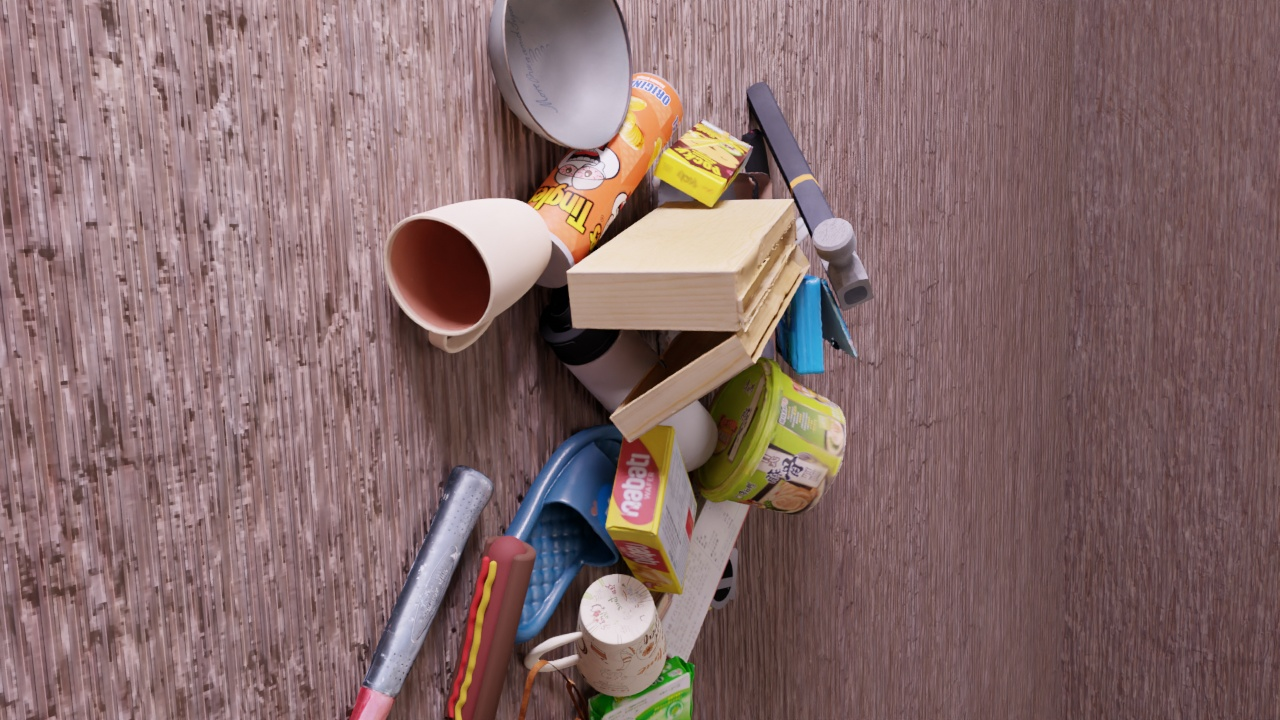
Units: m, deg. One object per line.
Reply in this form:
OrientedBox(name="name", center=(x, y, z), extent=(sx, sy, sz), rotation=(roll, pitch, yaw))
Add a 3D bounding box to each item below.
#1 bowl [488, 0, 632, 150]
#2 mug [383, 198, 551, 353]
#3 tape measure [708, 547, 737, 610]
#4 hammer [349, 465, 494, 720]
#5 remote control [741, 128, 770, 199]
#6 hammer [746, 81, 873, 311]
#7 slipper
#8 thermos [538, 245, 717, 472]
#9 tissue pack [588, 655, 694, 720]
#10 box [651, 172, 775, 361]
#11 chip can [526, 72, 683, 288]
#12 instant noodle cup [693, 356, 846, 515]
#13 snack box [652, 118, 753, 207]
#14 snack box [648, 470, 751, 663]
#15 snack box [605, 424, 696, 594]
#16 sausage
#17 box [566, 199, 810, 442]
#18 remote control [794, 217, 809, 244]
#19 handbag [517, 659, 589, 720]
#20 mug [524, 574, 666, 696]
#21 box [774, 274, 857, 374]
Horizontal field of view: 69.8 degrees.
OrientedBox(name="bowl", center=(-0.070, -0.233, 0.707), extent=(0.150, 0.057, 0.150), rotation=(-4, 95, -54))
OrientedBox(name="mug", center=(-0.117, -0.059, 0.645), extent=(0.104, 0.085, 0.112), rotation=(-43, 154, -58))
OrientedBox(name="tape measure", center=(0.082, 0.234, 0.987), extent=(0.065, 0.017, 0.064), rotation=(7, 86, -54))
OrientedBox(name="hammer", center=(-0.170, 0.228, 0.622), extent=(0.140, 0.036, 0.325), rotation=(45, 56, -44))
OrientedBox(name="remote control", center=(0.135, -0.196, 1.035), extent=(0.039, 0.010, 0.125), rotation=(-37, 122, -47))
OrientedBox(name="hammer", center=(0.160, -0.178, 0.915), extent=(0.139, 0.035, 0.312), rotation=(53, 17, -50))
OrientedBox(name="slipper", center=(-0.055, 0.136, 0.755), extent=(0.213, 0.059, 0.104), rotation=(-52, 129, -37))
OrientedBox(name="thermos", center=(-0.005, 0.005, 0.812), extent=(0.230, 0.069, 0.101), rotation=(49, 43, -43))
OrientedBox(name="tissue pack", center=(0.001, 0.328, 0.833), extent=(0.113, 0.034, 0.100), rotation=(-16, 116, -30))
OrientedBox(name="box", center=(0.073, -0.082, 0.928), extent=(0.156, 0.063, 0.216), rotation=(-11, 101, -45))
OrientedBox(name="chip can", center=(-0.035, -0.153, 0.757), extent=(0.209, 0.062, 0.062), rotation=(-59, 136, -33))
OrientedBox(name="instant noodle cup", center=(0.125, 0.079, 0.878), extent=(0.098, 0.146, 0.146), rotation=(23, 70, -15))
OrientedBox(name="snack box", center=(0.062, -0.187, 0.858), extent=(0.026, 0.061, 0.148), rotation=(-62, 177, 30))
OrientedBox(name="snack box", center=(0.062, 0.177, 0.934), extent=(0.076, 0.044, 0.272), rotation=(53, 51, -35))
OrientedBox(name="snack box", center=(0.014, 0.132, 0.785), extent=(0.201, 0.042, 0.092), rotation=(72, 26, -62))
OrientedBox(name="sausage", center=(-0.111, 0.201, 0.668), extent=(0.040, 0.040, 0.155), rotation=(5, 102, -54))
OrientedBox(name="box", center=(0.055, -0.054, 0.746), extent=(0.248, 0.141, 0.148), rotation=(-49, 127, -61))
OrientedBox(name="remote control", center=(0.154, -0.127, 1.037), extent=(0.022, 0.050, 0.133), rotation=(54, 45, -7))
OrientedBox(name="handbag", center=(-0.077, 0.294, 0.715), extent=(0.093, 0.043, 0.196), rotation=(-41, 142, -37))
OrientedBox(name="mug", center=(-0.038, 0.229, 0.759), extent=(0.097, 0.122, 0.081), rotation=(89, -16, -54))
OrientedBox(name="box", center=(0.175, -0.046, 0.958), extent=(0.243, 0.066, 0.091), rotation=(-65, 152, -82))
